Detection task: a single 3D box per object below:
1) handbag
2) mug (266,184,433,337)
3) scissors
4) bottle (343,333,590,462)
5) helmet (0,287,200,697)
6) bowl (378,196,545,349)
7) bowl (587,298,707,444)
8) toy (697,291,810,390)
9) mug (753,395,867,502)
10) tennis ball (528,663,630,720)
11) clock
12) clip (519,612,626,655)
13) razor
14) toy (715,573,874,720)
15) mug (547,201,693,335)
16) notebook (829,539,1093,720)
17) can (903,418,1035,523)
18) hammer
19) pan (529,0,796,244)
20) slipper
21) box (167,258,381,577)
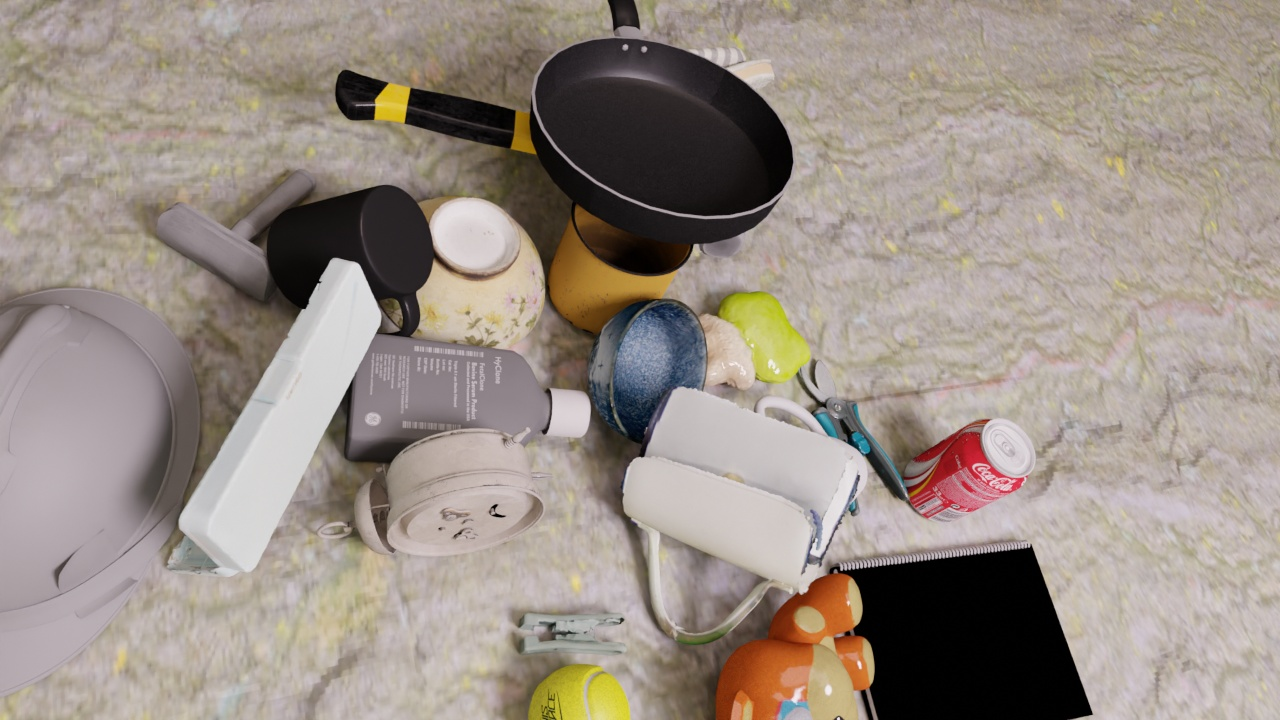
[{"bbox_3d":[0.057,0.120,0.658,0.151,0.074,0.176,21,86,25],"label":"handbag"},{"bbox_3d":[-0.203,-0.064,0.668,0.078,0.088,0.113,-50,128,-58],"label":"mug"},{"bbox_3d":[0.182,0.072,0.800,0.156,0.019,0.124,34,54,0],"label":"scissors"},{"bbox_3d":[-0.124,0.033,0.677,0.173,0.046,0.083,6,61,-19],"label":"bottle"},{"bbox_3d":[-0.364,0.050,0.525,0.183,0.118,0.270,15,60,-14],"label":"helmet"},{"bbox_3d":[-0.137,-0.082,0.725,0.145,0.063,0.145,9,60,-17],"label":"bowl"},{"bbox_3d":[-0.004,0.004,0.725,0.114,0.061,0.114,-16,112,-45],"label":"bowl"},{"bbox_3d":[0.087,-0.013,0.792,0.117,0.043,0.092,-24,77,-28],"label":"toy"},{"bbox_3d":[0.131,0.077,0.743,0.089,0.071,0.107,-3,66,-35],"label":"mug"},{"bbox_3d":[-0.039,0.230,0.592,0.065,0.066,0.065,10,60,-17],"label":"tennis ball"},{"bbox_3d":[-0.141,0.091,0.618,0.157,0.103,0.061,-16,60,-2],"label":"clock"},{"bbox_3d":[-0.046,0.191,0.638,0.075,0.023,0.042,5,63,-18],"label":"clip"},{"bbox_3d":[-0.287,-0.108,0.695,0.088,0.047,0.116,32,48,-3],"label":"razor"},{"bbox_3d":[0.103,0.231,0.635,0.175,0.096,0.112,-33,120,-30],"label":"toy"},{"bbox_3d":[-0.022,-0.092,0.758,0.100,0.094,0.123,2,58,-22],"label":"mug"},{"bbox_3d":[0.262,0.229,0.749,0.206,0.016,0.148,-1,64,-23],"label":"notebook"},{"bbox_3d":[0.275,0.093,0.773,0.064,0.105,0.064,10,60,-17],"label":"can"},{"bbox_3d":[-0.070,-0.177,0.717,0.324,0.034,0.169,9,52,-15],"label":"hammer"},{"bbox_3d":[-0.002,-0.228,0.734,0.203,0.044,0.355,-1,54,-21],"label":"pan"},{"bbox_3d":[-0.002,-0.243,0.842,0.272,0.115,0.054,-20,91,-22],"label":"slipper"},{"bbox_3d":[-0.235,0.036,0.583,0.074,0.126,0.197,41,50,-32],"label":"box"}]
